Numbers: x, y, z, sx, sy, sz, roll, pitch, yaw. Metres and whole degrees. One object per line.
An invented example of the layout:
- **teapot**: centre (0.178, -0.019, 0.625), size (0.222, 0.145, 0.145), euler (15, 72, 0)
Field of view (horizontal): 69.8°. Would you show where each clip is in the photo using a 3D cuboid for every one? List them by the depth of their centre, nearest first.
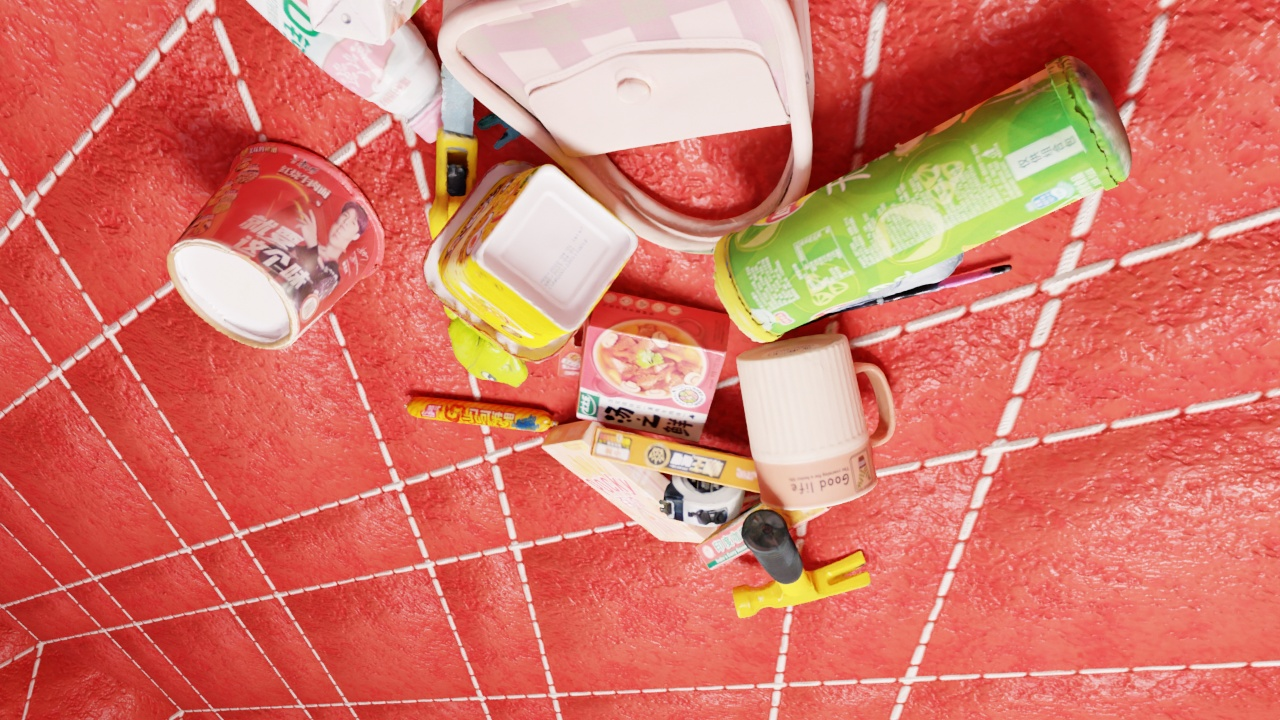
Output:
- **clip**: centre (-0.083, -0.159, 0.608), size (0.057, 0.014, 0.047), euler (-14, 125, 35)

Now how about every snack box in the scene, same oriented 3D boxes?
- **snack box**: centre (-0.004, 0.004, 0.708), size (0.127, 0.044, 0.113), euler (12, 139, 1)
- **snack box**: centre (0.039, 0.080, 0.733), size (0.154, 0.026, 0.075), euler (11, 176, 5)
- **snack box**: centre (0.117, 0.124, 0.763), size (0.027, 0.076, 0.156), euler (55, 137, 6)
- **snack box**: centre (-0.010, 0.112, 0.835), size (0.157, 0.026, 0.085), euler (40, 155, -18)

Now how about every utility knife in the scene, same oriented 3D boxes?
- **utility knife**: centre (-0.126, -0.126, 0.613), size (0.033, 0.015, 0.217), euler (-5, 160, -14)

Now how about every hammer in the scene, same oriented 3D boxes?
- **hammer**: centre (0.119, 0.168, 0.749), size (0.129, 0.032, 0.301), euler (-16, 156, 9)

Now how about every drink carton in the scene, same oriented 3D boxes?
- **drink carton**: centre (-0.126, -0.219, 0.482), size (0.045, 0.122, 0.054), euler (17, 137, 6)

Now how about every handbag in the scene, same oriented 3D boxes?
- **handbag**: centre (0.014, -0.150, 0.533), size (0.194, 0.093, 0.234), euler (-1, 144, 26)

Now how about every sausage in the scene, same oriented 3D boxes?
- **sausage**: centre (-0.151, 0.050, 0.857), size (0.165, 0.021, 0.021), euler (4, 136, 21)

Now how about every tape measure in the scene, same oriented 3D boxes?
- **tape measure**: centre (0.057, 0.110, 0.787), size (0.066, 0.065, 0.034), euler (13, 138, 16)

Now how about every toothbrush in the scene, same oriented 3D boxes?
- **toothbrush**: centre (0.153, -0.042, 0.620), size (0.190, 0.014, 0.018), euler (-14, 117, 36)

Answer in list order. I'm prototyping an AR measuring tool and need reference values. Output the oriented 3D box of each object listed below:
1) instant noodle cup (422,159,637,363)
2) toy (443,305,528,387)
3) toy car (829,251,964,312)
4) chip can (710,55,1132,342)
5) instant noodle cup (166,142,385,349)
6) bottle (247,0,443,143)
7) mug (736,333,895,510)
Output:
- **instant noodle cup**: centre (-0.067, -0.067, 0.595), size (0.116, 0.116, 0.124), euler (38, 170, -16)
- **toy**: centre (-0.130, -0.017, 0.765), size (0.096, 0.031, 0.100), euler (38, 146, -9)
- **toy car**: centre (0.144, -0.062, 0.586), size (0.121, 0.036, 0.054), euler (-17, 124, 34)
- **chip can**: centre (0.148, -0.083, 0.508), size (0.222, 0.072, 0.072), euler (-25, 120, 31)
- **instant noodle cup**: centre (-0.285, -0.083, 0.714), size (0.138, 0.108, 0.138), euler (13, 138, 12)
- **bottle**: centre (-0.190, -0.217, 0.560), size (0.068, 0.068, 0.197), euler (-21, 126, 40)
- **mug**: centre (0.129, 0.037, 0.649), size (0.082, 0.114, 0.106), euler (7, 111, 67)
